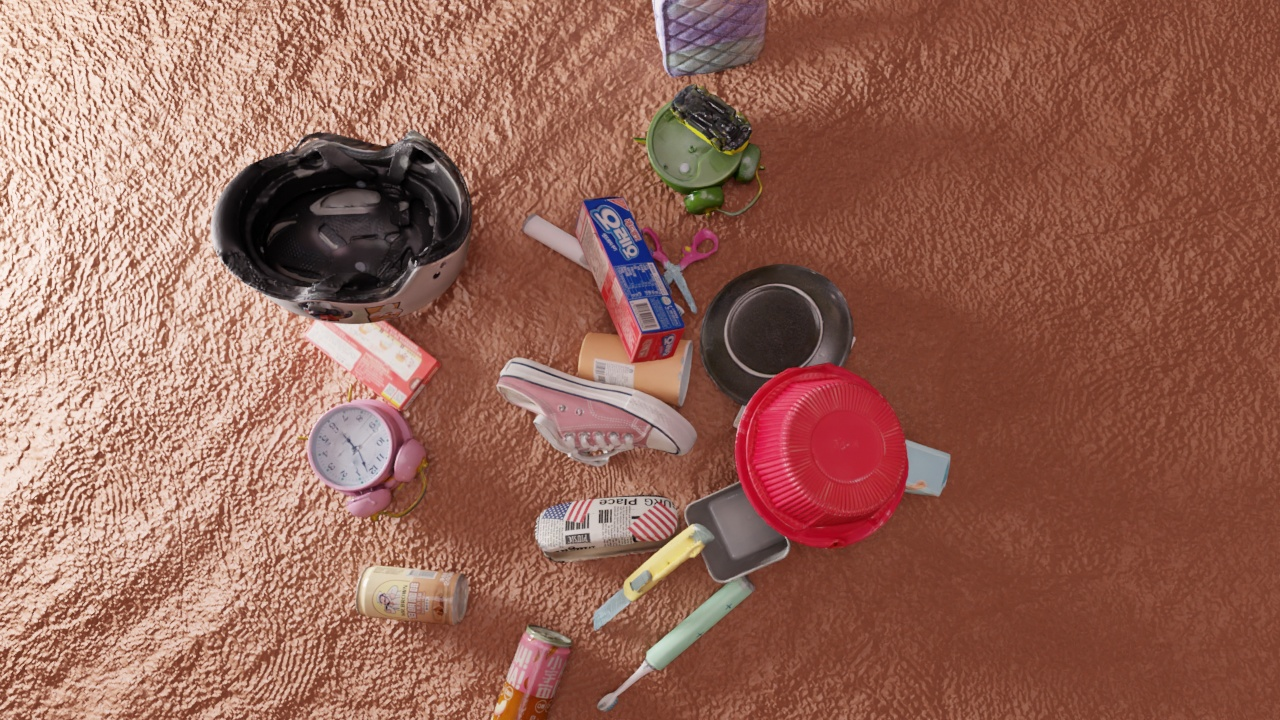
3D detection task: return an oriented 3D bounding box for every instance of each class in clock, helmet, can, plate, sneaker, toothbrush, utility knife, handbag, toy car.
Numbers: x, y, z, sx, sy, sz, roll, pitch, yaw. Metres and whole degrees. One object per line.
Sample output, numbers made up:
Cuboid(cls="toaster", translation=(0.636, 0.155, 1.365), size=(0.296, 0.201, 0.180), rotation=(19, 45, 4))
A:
Cuboid(cls="clock", translation=(-0.316, 0.115, 1.069), size=(0.158, 0.060, 0.117), rotation=(44, 87, 6))
Cuboid(cls="clock", translation=(0.077, -0.242, 1.099), size=(0.116, 0.056, 0.161), rotation=(-41, 82, -2))
Cuboid(cls="helmet", translation=(-0.322, -0.133, 1.051), size=(0.274, 0.157, 0.229), rotation=(-11, 64, -5))
Cuboid(cls="can", translation=(-0.127, 0.375, 1.023), size=(0.058, 0.058, 0.147), rotation=(19, 84, 6))
Cuboid(cls="plate", translation=(0.153, -0.032, 1.056), size=(0.180, 0.024, 0.179), rotation=(-6, 72, 17))
Cuboid(cls="sneaker", translation=(-0.059, 0.073, 1.039), size=(0.241, 0.118, 0.087), rotation=(18, 65, 11))
Cuboid(cls="toothbrush", translation=(0.039, 0.321, 1.037), size=(0.224, 0.027, 0.026), rotation=(-40, 46, -3))
Cuboid(cls="utility knife", translation=(0.008, 0.237, 0.999), size=(0.221, 0.022, 0.031), rotation=(-50, 55, 38))
Cuboid(cls="can", translation=(-0.259, 0.267, 1.045), size=(0.116, 0.058, 0.058), rotation=(4, 82, 4))
Cuboid(cls="toothbrush", translation=(-0.043, -0.111, 1.102), size=(0.221, 0.026, 0.027), rotation=(31, 123, 7))
Cuboid(cls="handbag", translation=(0.082, -0.408, 1.052), size=(0.134, 0.194, 0.075), rotation=(-12, 79, 1))
Cuboid(cls="toy car", translation=(0.082, -0.277, 1.059), size=(0.105, 0.032, 0.048), rotation=(41, 86, 19))

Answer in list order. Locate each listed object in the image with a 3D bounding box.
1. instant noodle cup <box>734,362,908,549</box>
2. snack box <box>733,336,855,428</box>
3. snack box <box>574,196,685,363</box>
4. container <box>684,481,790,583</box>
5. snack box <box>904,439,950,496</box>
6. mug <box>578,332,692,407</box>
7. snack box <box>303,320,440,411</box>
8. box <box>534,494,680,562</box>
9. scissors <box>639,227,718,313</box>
Cuboid(cls="instant noodle cup", translation=(0.196, 0.091, 0.932), size=(0.193, 0.066, 0.193), rotation=(3, 76, -10))
Cuboid(cls="snack box", translation=(0.179, 0.025, 1.070), size=(0.085, 0.027, 0.156), rotation=(26, 84, 6))
Cuboid(cls="snack box", translation=(-0.016, -0.096, 1.040), size=(0.057, 0.058, 0.207), rotation=(-10, 56, -22))
Cuboid(cls="container", translation=(0.112, 0.180, 1.003), size=(0.090, 0.114, 0.090), rotation=(-26, 81, 11))
Cuboid(cls="snack box", translation=(0.245, 0.102, 1.016), size=(0.175, 0.074, 0.051), rotation=(18, 83, -7))
Cuboid(cls="mug", translation=(-0.006, 0.006, 1.062), size=(0.123, 0.078, 0.078), rotation=(9, 82, 9))
Cuboid(cls="snack box", translation=(-0.322, -0.013, 1.105), size=(0.153, 0.025, 0.075), rotation=(36, 84, 7))
Cuboid(cls="box", translation=(-0.038, 0.184, 1.033), size=(0.163, 0.083, 0.075), rotation=(-6, 75, 5))
Cuboid(cls="scissors", translation=(0.035, -0.114, 1.092), size=(0.130, 0.017, 0.133), rotation=(32, 70, 12))
